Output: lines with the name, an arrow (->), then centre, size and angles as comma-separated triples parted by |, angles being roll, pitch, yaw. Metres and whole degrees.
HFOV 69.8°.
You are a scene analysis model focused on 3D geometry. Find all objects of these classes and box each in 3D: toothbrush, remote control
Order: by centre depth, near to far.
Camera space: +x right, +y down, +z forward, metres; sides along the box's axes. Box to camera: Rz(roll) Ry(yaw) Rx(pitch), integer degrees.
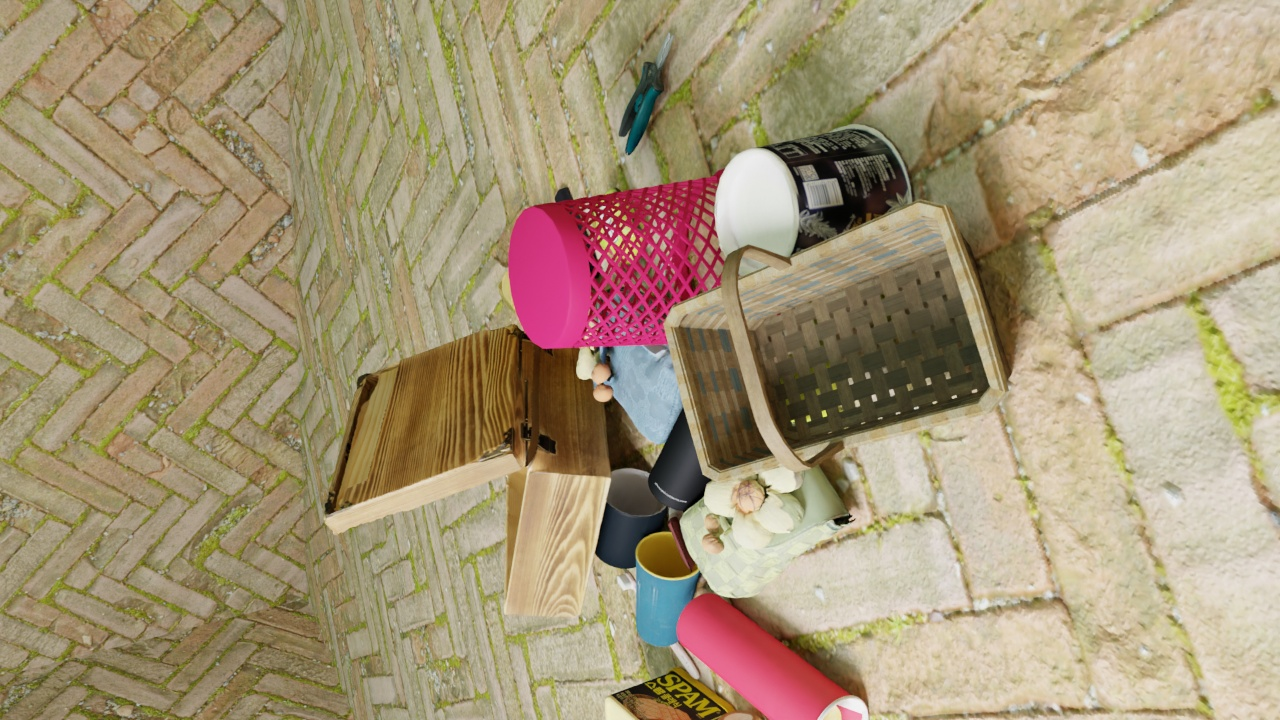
toothbrush -> 0.021, 0.332, 1.153 | 0.181, 0.018, 0.016 | 46, 135, 43
remote control -> -0.085, -0.164, 1.197 | 0.032, 0.015, 0.136 | -51, 55, 51

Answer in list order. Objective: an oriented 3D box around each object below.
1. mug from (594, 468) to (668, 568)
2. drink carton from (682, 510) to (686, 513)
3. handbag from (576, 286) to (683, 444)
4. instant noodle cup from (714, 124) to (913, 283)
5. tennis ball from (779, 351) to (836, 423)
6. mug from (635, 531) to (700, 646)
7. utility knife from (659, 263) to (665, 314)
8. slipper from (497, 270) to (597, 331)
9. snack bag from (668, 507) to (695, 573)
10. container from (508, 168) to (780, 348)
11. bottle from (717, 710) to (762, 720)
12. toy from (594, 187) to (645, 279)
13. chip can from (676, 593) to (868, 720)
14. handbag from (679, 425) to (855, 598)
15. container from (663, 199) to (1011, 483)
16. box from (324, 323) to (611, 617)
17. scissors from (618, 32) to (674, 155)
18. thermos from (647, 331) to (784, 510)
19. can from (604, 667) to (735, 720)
mug -> -0.016, 0.183, 1.125 | 0.121, 0.085, 0.095 | -94, 15, -56
drink carton -> 0.070, 0.143, 0.998 | 0.130, 0.040, 0.064 | 64, 144, 26
handbag -> -0.006, 0.006, 0.996 | 0.192, 0.118, 0.122 | 48, 133, 44
instant noodle cup -> 0.134, -0.124, 0.753 | 0.137, 0.112, 0.137 | 20, 114, 55
tennis ball -> 0.145, 0.024, 0.818 | 0.065, 0.065, 0.065 | 22, 117, 55
mug -> 0.029, 0.272, 1.074 | 0.078, 0.078, 0.121 | 43, 138, 46
utility knife -> 0.022, -0.027, 1.056 | 0.022, 0.015, 0.179 | 26, 121, 53
slipper -> -0.127, -0.096, 1.184 | 0.263, 0.099, 0.078 | -147, 42, -64
snack bag -> 0.043, 0.183, 0.993 | 0.158, 0.013, 0.057 | -58, -54, -86
container -> 0.004, -0.088, 0.866 | 0.183, 0.225, 0.183 | 22, 117, 55
bottle -> 0.111, 0.437, 0.987 | 0.063, 0.063, 0.108 | -2, 97, 59
toy -> -0.029, -0.143, 1.084 | 0.092, 0.046, 0.115 | 62, 152, 24
chip can -> 0.125, 0.313, 0.925 | 0.221, 0.069, 0.069 | 24, 118, 55
handbag -> 0.102, 0.150, 0.858 | 0.187, 0.116, 0.113 | -49, 57, 33
container -> 0.126, -0.004, 0.667 | 0.251, 0.186, 0.157 | -21, 79, 38
box -> -0.205, 0.103, 1.109 | 0.278, 0.315, 0.283 | -98, 19, -56
scissors -> 0.008, -0.286, 1.006 | 0.128, 0.019, 0.140 | 19, 107, 63
thermos -> 0.074, 0.047, 0.885 | 0.061, 0.061, 0.232 | 55, 136, 36
can -> 0.035, 0.429, 1.070 | 0.135, 0.104, 0.075 | 15, 110, 57
